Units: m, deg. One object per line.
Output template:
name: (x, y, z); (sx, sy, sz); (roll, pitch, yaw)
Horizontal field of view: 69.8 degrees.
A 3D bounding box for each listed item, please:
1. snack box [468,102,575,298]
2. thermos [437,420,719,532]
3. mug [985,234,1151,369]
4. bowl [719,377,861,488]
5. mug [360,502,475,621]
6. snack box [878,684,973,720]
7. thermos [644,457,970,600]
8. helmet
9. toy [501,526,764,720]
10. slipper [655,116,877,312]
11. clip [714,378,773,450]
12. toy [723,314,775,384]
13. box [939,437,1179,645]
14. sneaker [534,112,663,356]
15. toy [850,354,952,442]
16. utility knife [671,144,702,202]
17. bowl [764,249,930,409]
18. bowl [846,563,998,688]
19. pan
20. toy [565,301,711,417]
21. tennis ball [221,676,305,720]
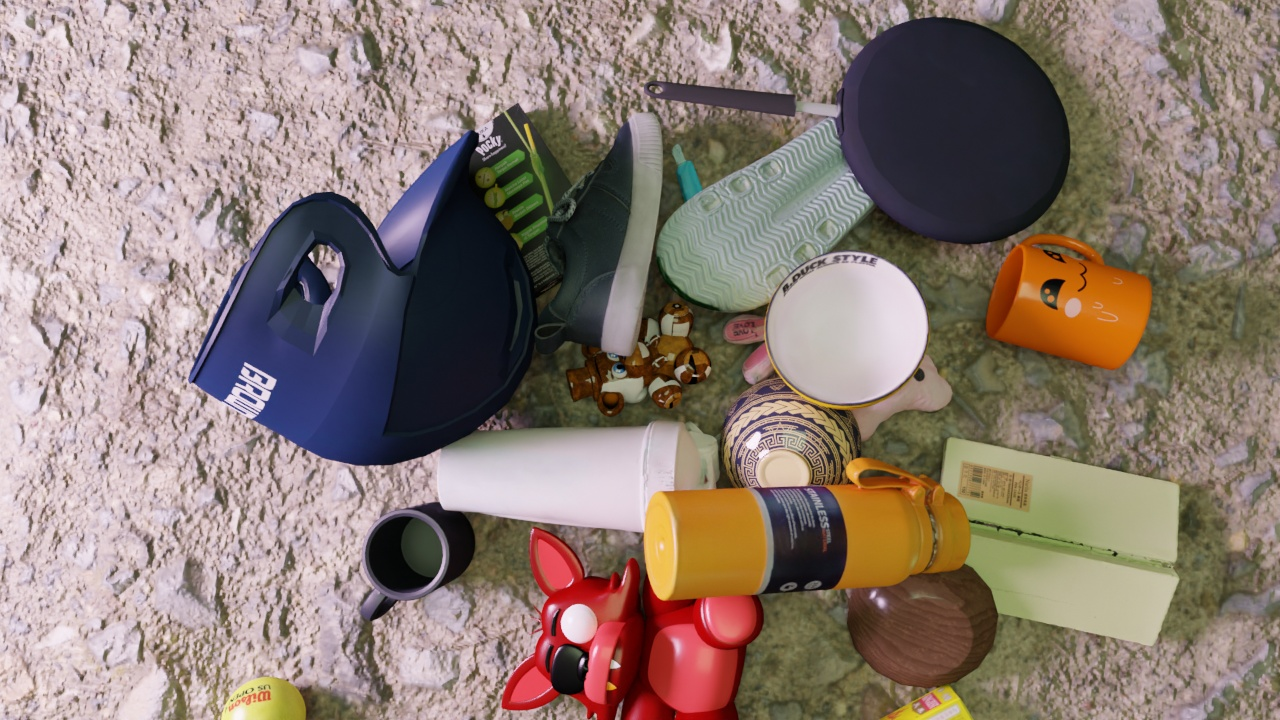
snack box: (-0.098, -0.138, 0.796); (0.080, 0.025, 0.147); (-33, 84, 2)
thermos: (-0.048, 0.091, 0.744); (0.220, 0.099, 0.099); (2, 86, 9)
mug: (0.339, -0.056, 0.733); (0.096, 0.078, 0.112); (16, 56, 6)
bowl: (0.115, 0.076, 0.721); (0.112, 0.061, 0.112); (5, 111, 13)
mug: (-0.191, 0.168, 0.755); (0.071, 0.077, 0.105); (37, 89, 7)
snack box: (0.192, 0.309, 0.729); (0.148, 0.040, 0.029); (-30, 85, 3)
thermos: (0.125, 0.123, 0.662); (0.232, 0.092, 0.076); (1, 43, -15)
helmet: (-0.182, -0.051, 0.703); (0.223, 0.233, 0.272); (25, 76, -25)
toy: (-0.008, 0.227, 0.720); (0.197, 0.120, 0.158); (10, 95, 13)
slipper: (0.122, -0.121, 0.755); (0.245, 0.074, 0.104); (-37, 84, -15)
clip: (0.109, 0.043, 0.769); (0.101, 0.040, 0.054); (-7, 104, 4)
toy: (0.124, -0.029, 0.758); (0.110, 0.047, 0.063); (-31, 75, 5)
box: (0.327, 0.143, 0.730); (0.188, 0.047, 0.140); (13, 85, 6)
sneaker: (-0.031, -0.104, 0.725); (0.087, 0.089, 0.235); (8, 56, 1)
toy: (0.194, 0.010, 0.742); (0.099, 0.052, 0.096); (-22, 99, 0)
utility knife: (0.051, -0.131, 0.788); (0.022, 0.015, 0.123); (-15, 82, -9)
bowl: (0.155, -0.018, 0.693); (0.117, 0.067, 0.117); (-2, 79, 12)
bowl: (0.224, 0.210, 0.722); (0.118, 0.030, 0.118); (2, 103, 7)
pan: (0.179, -0.197, 0.734); (0.356, 0.021, 0.198); (5, 76, -7)
toy: (-0.005, 0.004, 0.758); (0.112, 0.067, 0.087); (-13, 60, -8)
tennis ball: (-0.313, 0.297, 0.762); (0.065, 0.065, 0.065); (0, 86, 5)
